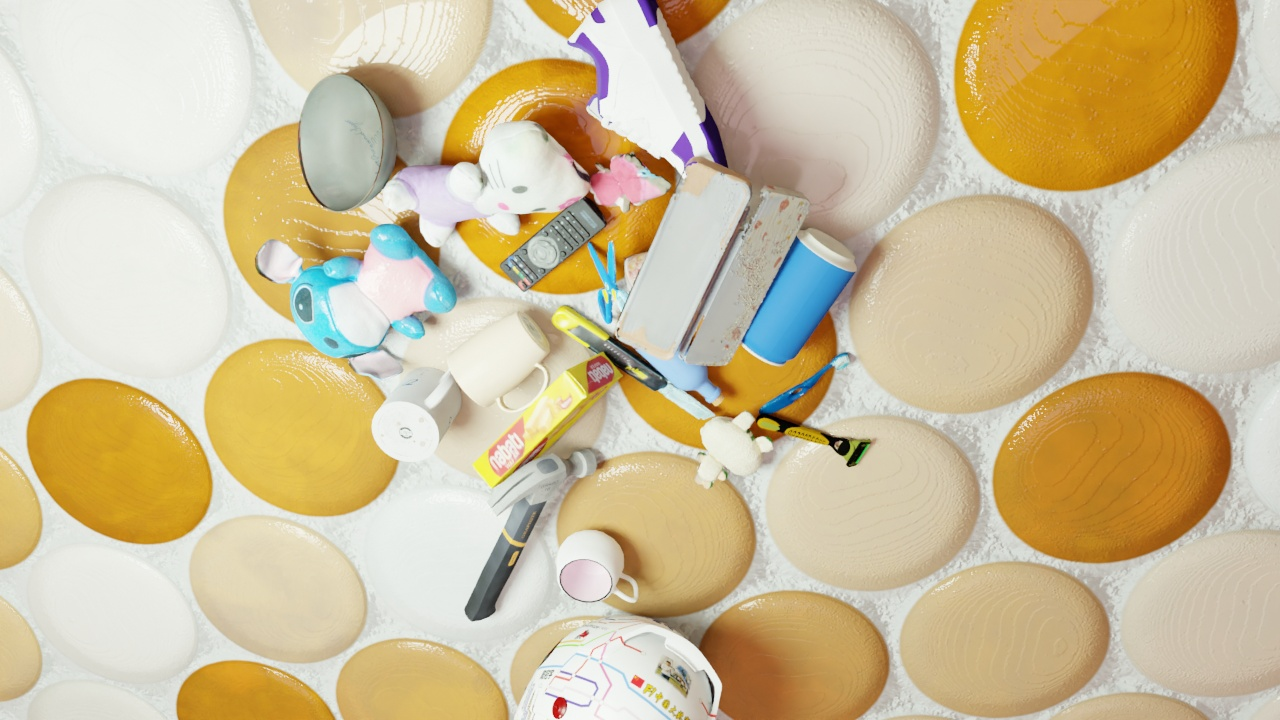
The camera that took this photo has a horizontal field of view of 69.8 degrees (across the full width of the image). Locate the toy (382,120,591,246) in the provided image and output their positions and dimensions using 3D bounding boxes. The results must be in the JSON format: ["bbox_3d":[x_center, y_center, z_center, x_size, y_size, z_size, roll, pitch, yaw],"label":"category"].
[{"bbox_3d":[-0.166,-0.195,1.011,0.210,0.085,0.137,-13,154,17],"label":"toy"}]

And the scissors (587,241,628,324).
[{"bbox_3d":[-0.033,-0.082,1.051,0.014,0.130,0.126,-22,138,-22],"label":"scissors"}]

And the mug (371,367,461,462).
[{"bbox_3d":[-0.264,0.054,1.136,0.083,0.096,0.120,42,113,-12],"label":"mug"}]

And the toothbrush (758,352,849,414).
[{"bbox_3d":[0.198,0.032,1.114,0.132,0.016,0.021,-36,125,20],"label":"toothbrush"}]

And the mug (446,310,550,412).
[{"bbox_3d":[-0.158,0.006,1.103,0.104,0.085,0.111,-37,83,10],"label":"mug"}]

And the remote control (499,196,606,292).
[{"bbox_3d":[-0.102,-0.136,1.071,0.141,0.021,0.045,-35,105,25],"label":"remote control"}]

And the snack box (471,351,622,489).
[{"bbox_3d":[-0.115,0.074,1.114,0.042,0.092,0.201,50,120,6],"label":"snack box"}]

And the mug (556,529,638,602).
[{"bbox_3d":[-0.053,0.280,1.226,0.124,0.076,0.090,34,114,-9],"label":"mug"}]

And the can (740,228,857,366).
[{"bbox_3d":[0.174,-0.071,1.034,0.079,0.078,0.146,28,115,-7],"label":"can"}]

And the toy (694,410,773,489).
[{"bbox_3d":[0.112,0.109,1.141,0.087,0.050,0.113,41,118,-6],"label":"toy"}]

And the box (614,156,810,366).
[{"bbox_3d":[0.075,-0.095,0.971,0.156,0.071,0.217,11,118,-27],"label":"box"}]

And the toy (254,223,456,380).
[{"bbox_3d":[-0.330,-0.083,1.080,0.192,0.098,0.224,-30,122,13],"label":"toy"}]

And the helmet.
[{"bbox_3d":[-0.029,0.460,1.223,0.231,0.235,0.315,40,146,-3],"label":"helmet"}]

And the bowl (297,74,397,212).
[{"bbox_3d":[-0.312,-0.238,1.015,0.151,0.056,0.151,7,102,37],"label":"bowl"}]

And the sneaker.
[{"bbox_3d":[0.006,-0.261,0.964,0.111,0.091,0.244,-23,106,18],"label":"sneaker"}]

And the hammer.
[{"bbox_3d":[-0.168,0.244,1.221,0.035,0.139,0.313,49,130,29],"label":"hammer"}]

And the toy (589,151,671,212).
[{"bbox_3d":[-0.014,-0.202,1.016,0.103,0.050,0.065,-11,127,51],"label":"toy"}]

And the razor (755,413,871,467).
[{"bbox_3d":[0.211,0.094,1.136,0.144,0.021,0.044,18,125,-7],"label":"razor"}]

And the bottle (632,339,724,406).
[{"bbox_3d":[0.050,0.006,1.102,0.131,0.048,0.048,43,112,-13],"label":"bottle"}]

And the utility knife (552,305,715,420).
[{"bbox_3d":[-0.007,0.007,1.120,0.233,0.020,0.029,33,117,-7],"label":"utility knife"}]

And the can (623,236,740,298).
[{"bbox_3d":[0.047,-0.099,1.043,0.124,0.066,0.067,-12,113,12],"label":"can"}]
